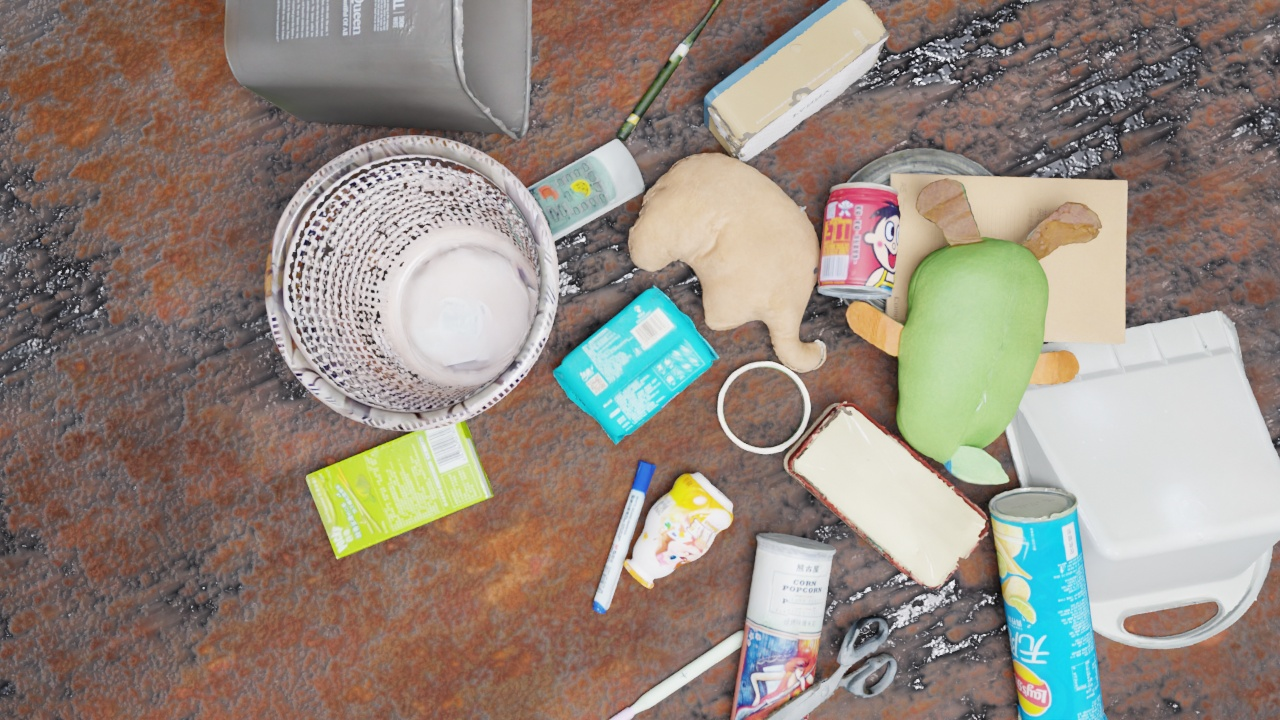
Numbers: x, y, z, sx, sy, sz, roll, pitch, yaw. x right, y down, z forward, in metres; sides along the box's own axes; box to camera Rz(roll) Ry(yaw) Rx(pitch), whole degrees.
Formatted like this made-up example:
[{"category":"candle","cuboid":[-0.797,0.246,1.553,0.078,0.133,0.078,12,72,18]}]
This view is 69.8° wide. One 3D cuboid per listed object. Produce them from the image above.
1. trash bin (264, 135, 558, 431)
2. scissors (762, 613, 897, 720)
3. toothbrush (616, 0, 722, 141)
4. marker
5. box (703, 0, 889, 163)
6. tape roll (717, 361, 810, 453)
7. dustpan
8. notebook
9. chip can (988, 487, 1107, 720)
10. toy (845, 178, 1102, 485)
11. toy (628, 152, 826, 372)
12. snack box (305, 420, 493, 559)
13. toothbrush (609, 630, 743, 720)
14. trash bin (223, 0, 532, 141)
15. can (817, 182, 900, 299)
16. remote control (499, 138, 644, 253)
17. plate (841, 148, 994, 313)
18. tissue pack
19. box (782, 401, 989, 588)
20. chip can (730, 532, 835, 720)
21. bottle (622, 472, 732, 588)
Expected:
[{"category":"trash bin","cuboid":[-0.171,-0.055,0.786,0.227,0.192,0.227,0,87,3]},{"category":"scissors","cuboid":[0.164,0.291,0.795,0.146,0.014,0.171,41,70,-29]},{"category":"toothbrush","cuboid":[0.031,-0.290,0.879,0.017,0.012,0.186,34,89,10]},{"category":"marker","cuboid":[-0.016,0.165,0.856,0.017,0.017,0.145,18,88,4]},{"category":"box","cuboid":[0.144,-0.259,0.834,0.184,0.090,0.061,-39,85,-2]},{"category":"tape roll","cuboid":[0.114,0.044,0.856,0.086,0.014,0.085,0,87,3]},{"category":"dustpan","cuboid":[0.456,0.117,0.837,0.223,0.143,0.257,-11,57,2]},{"category":"notebook","cuboid":[0.329,-0.092,0.829,0.211,0.012,0.149,2,88,3]},{"category":"chip can","cuboid":[0.347,0.218,0.784,0.071,0.071,0.210,-12,100,2]},{"category":"toy","cuboid":[0.280,-0.023,0.777,0.227,0.090,0.247,12,99,-8]},{"category":"toy","cuboid":[0.101,-0.091,0.836,0.226,0.082,0.143,41,94,1]},{"category":"snack box","cuboid":[-0.226,0.118,0.865,0.156,0.026,0.085,-23,86,1]},{"category":"toothbrush","cuboid":[0.021,0.307,0.846,0.189,0.029,0.020,-35,45,-1]},{"category":"trash bin","cuboid":[-0.224,-0.306,0.810,0.220,0.198,0.199,1,87,9]},{"category":"can","cuboid":[0.193,-0.104,0.811,0.066,0.066,0.093,5,87,3]},{"category":"remote control","cuboid":[-0.064,-0.156,0.873,0.135,0.019,0.056,-28,86,1]},{"category":"plate","cuboid":[0.261,-0.107,0.852,0.179,0.024,0.179,0,87,5]},{"category":"tissue pack","cuboid":[-0.005,0.005,0.847,0.133,0.050,0.093,-39,87,1]},{"category":"box","cuboid":[0.215,0.119,0.814,0.168,0.080,0.091,41,89,5]},{"category":"chip can","cuboid":[0.122,0.267,0.817,0.071,0.071,0.214,9,88,3]},{"category":"bottle","cuboid":[0.032,0.155,0.831,0.063,0.063,0.108,42,90,4]}]
